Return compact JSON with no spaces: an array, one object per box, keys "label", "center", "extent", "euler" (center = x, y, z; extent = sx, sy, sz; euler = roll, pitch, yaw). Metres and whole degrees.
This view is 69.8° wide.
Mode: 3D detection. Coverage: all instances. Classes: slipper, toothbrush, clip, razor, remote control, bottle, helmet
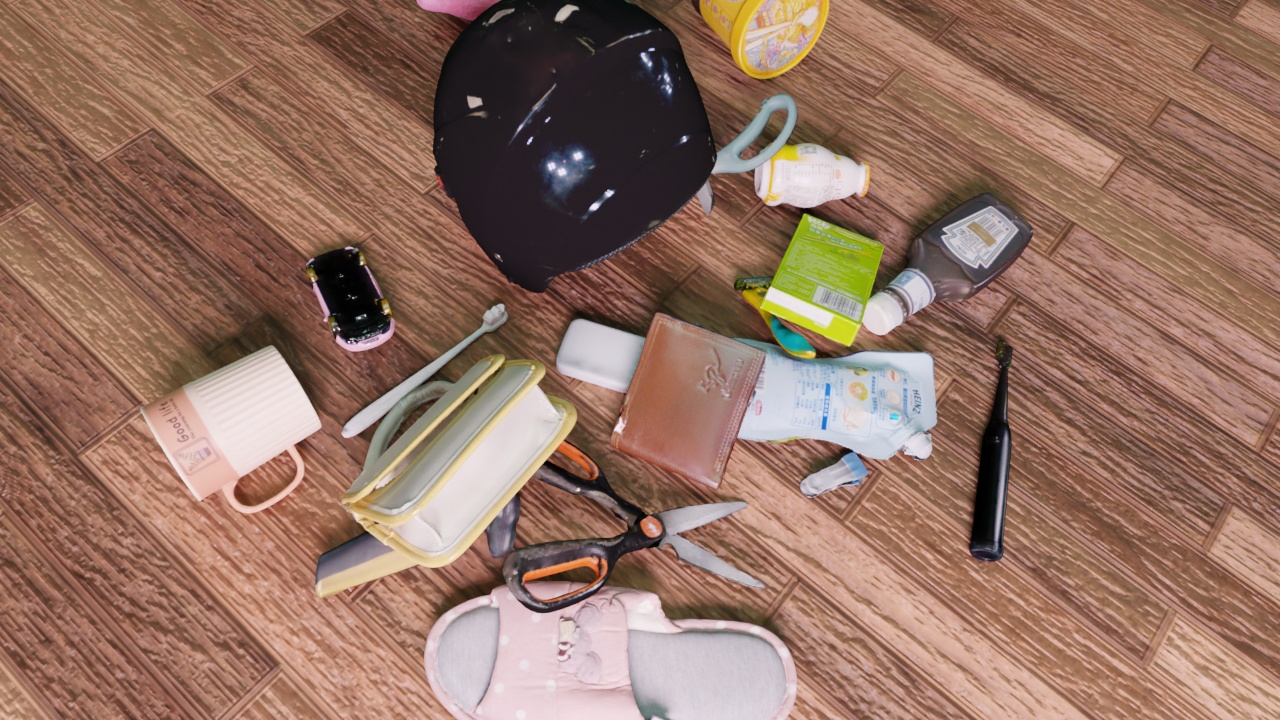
[{"label":"slipper","center":[-0.020,0.222,0.666],"extent":[0.274,0.055,0.114],"euler":[7,60,-2]},{"label":"toothbrush","center":[0.310,0.071,0.799],"extent":[0.027,0.026,0.212],"euler":[37,56,-29]},{"label":"clip","center":[0.162,0.100,0.775],"extent":[0.058,0.037,0.025],"euler":[-20,66,-19]},{"label":"razor","center":[0.125,-0.035,0.818],"extent":[0.043,0.028,0.132],"euler":[-3,34,-18]},{"label":"toothbrush","center":[-0.184,0.007,0.794],"extent":[0.016,0.016,0.179],"euler":[36,64,27]},{"label":"remote control","center":[-0.005,0.005,0.810],"extent":[0.136,0.020,0.055],"euler":[17,60,4]},{"label":"bottle","center":[0.288,-0.088,0.878],"extent":[0.194,0.044,0.080],"euler":[-35,69,-21]},{"label":"razor","center":[-0.169,0.141,0.705],"extent":[0.167,0.062,0.067],"euler":[-21,96,-10]},{"label":"bottle","center":[0.170,-0.182,0.907],"extent":[0.108,0.063,0.063],"euler":[2,60,-4]},{"label":"helmet","center":[-0.067,-0.207,0.797],"extent":[0.233,0.230,0.275],"euler":[-39,54,-16]}]

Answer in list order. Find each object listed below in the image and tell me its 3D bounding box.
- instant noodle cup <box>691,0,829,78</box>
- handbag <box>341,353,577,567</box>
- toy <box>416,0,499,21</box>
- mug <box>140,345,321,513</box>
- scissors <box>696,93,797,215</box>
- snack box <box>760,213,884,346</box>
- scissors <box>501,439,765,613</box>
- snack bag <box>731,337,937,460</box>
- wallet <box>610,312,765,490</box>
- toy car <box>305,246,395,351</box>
[{"label":"instant noodle cup","center":[0.123,-0.387,0.994],"extent":[0.118,0.119,0.114],"euler":[-26,57,-19]},{"label":"handbag","center":[-0.158,0.060,0.699],"extent":[0.179,0.063,0.163],"euler":[10,49,46]},{"label":"toy","center":[-0.137,-0.416,1.007],"extent":[0.194,0.075,0.178],"euler":[11,50,-3]},{"label":"mug","center":[-0.311,0.060,0.722],"extent":[0.105,0.082,0.114],"euler":[-32,95,-22]},{"label":"scissors","center":[0.062,-0.228,0.914],"extent":[0.171,0.019,0.170],"euler":[-38,60,10]},{"label":"snack box","center":[0.169,-0.078,0.840],"extent":[0.086,0.026,0.156],"euler":[23,39,6]},{"label":"scissors","center":[-0.014,0.122,0.701],"extent":[0.228,0.022,0.220],"euler":[46,45,17]},{"label":"snack bag","center":[0.164,0.031,0.800],"extent":[0.191,0.039,0.110],"euler":[7,49,0]},{"label":"wallet","center":[0.040,0.033,0.763],"extent":[0.101,0.032,0.124],"euler":[19,86,11]},{"label":"toy car","center":[-0.256,-0.053,0.812],"extent":[0.056,0.037,0.122],"euler":[-21,52,-19]}]
